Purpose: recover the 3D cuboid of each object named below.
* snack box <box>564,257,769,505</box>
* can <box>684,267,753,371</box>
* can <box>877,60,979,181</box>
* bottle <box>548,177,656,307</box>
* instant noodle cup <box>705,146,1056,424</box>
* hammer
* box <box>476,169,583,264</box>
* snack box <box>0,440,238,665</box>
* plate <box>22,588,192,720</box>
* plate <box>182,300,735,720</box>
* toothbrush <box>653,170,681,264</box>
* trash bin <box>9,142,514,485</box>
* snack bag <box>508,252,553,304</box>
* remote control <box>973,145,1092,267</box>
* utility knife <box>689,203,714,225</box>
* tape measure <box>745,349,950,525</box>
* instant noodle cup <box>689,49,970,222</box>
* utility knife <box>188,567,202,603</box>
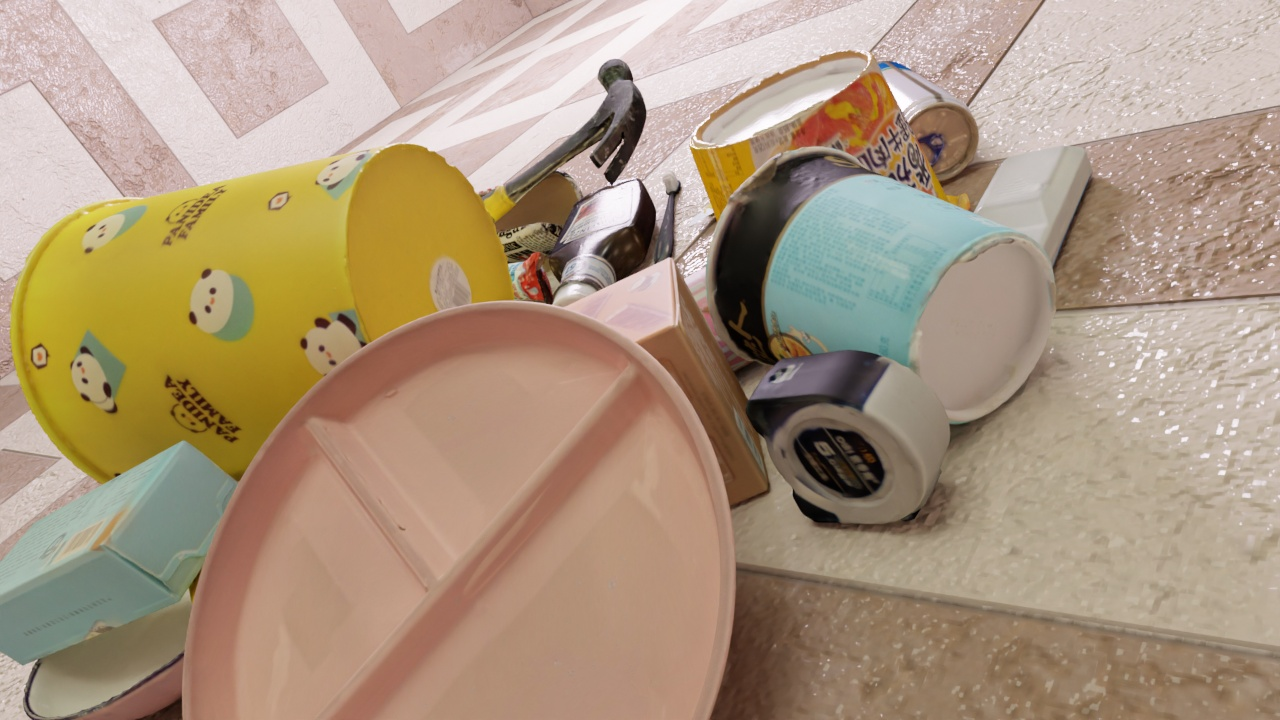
[{"bbox_3d":[-0.006,0.022,0.424,0.094,0.093,0.077,-25,26,13],"label":"snack box"},{"bbox_3d":[-0.003,0.003,0.499,0.147,0.058,0.058,-29,25,3],"label":"can"},{"bbox_3d":[0.178,-0.162,0.612,0.053,0.053,0.134,-25,25,11],"label":"can"},{"bbox_3d":[-0.033,-0.080,0.705,0.080,0.044,0.194,-19,28,19],"label":"bottle"},{"bbox_3d":[0.105,-0.030,0.399,0.111,0.111,0.120,-36,33,-12],"label":"instant noodle cup"},{"bbox_3d":[-0.131,-0.132,0.793,0.324,0.032,0.126,-32,41,17],"label":"hammer"},{"bbox_3d":[-0.125,-0.116,0.837,0.163,0.076,0.087,-5,30,36],"label":"box"},{"bbox_3d":[-0.304,0.111,0.515,0.175,0.051,0.074,-23,30,29],"label":"snack box"},{"bbox_3d":[-0.265,0.143,0.548,0.193,0.039,0.192,-25,25,12],"label":"plate"},{"bbox_3d":[-0.071,0.085,0.337,0.230,0.028,0.229,-11,62,21],"label":"plate"},{"bbox_3d":[0.022,-0.117,0.748,0.016,0.018,0.180,-18,29,15],"label":"toothbrush"},{"bbox_3d":[-0.241,-0.030,0.638,0.256,0.230,0.229,-11,31,23],"label":"trash bin"},{"bbox_3d":[-0.107,-0.064,0.755,0.105,0.045,0.026,-2,24,45],"label":"snack bag"},{"bbox_3d":[0.192,-0.072,0.467,0.049,0.024,0.124,-6,35,42],"label":"remote control"},{"bbox_3d":[0.108,-0.147,0.716,0.167,0.018,0.031,-36,20,-2],"label":"utility knife"},{"bbox_3d":[0.081,0.030,0.348,0.066,0.066,0.033,-6,33,44],"label":"tape measure"},{"bbox_3d":[0.099,-0.102,0.523,0.138,0.110,0.137,-24,25,12],"label":"instant noodle cup"},{"bbox_3d":[-0.235,0.110,0.506,0.033,0.015,0.209,-45,28,-16],"label":"utility knife"}]
